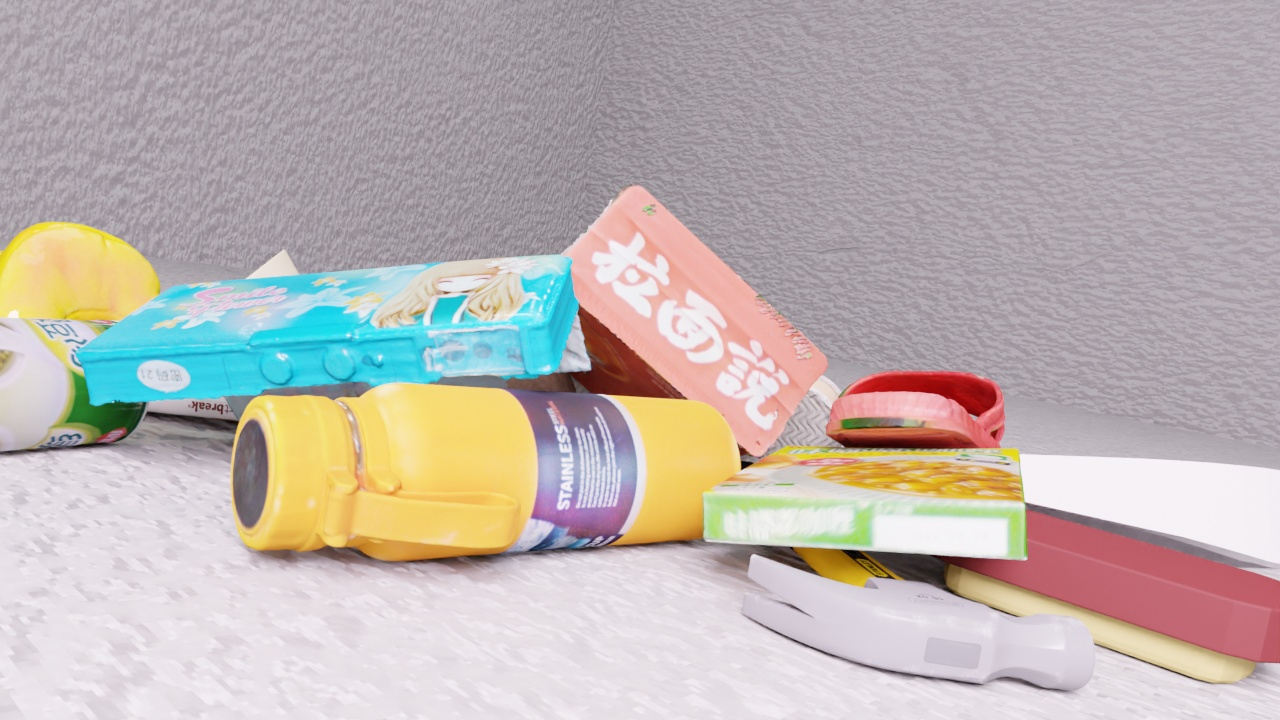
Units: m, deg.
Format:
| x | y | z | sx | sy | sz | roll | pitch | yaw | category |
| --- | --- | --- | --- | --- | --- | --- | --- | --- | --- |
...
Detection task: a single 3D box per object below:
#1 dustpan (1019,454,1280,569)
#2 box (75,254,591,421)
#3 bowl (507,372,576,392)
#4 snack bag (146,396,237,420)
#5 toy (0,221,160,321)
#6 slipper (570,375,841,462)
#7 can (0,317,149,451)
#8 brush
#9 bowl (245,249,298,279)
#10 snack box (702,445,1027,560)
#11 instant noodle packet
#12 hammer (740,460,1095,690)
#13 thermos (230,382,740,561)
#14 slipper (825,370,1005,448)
| x | y | z | sx | sy | sz | roll | pitch | yaw | category |
| --- | --- | --- | --- | --- | --- | --- | --- | --- | --- |
| 0.275 | 0.099 | 0.596 | 0.258 | 0.053 | 0.191 | 1 | -12 | 16 | dustpan |
| -0.144 | -0.009 | 0.490 | 0.227 | 0.086 | 0.168 | -4 | -11 | 6 | box |
| -0.120 | 0.024 | 0.655 | 0.162 | 0.070 | 0.162 | 9 | 5 | -1 | bowl |
| -0.324 | 0.023 | 0.597 | 0.196 | 0.016 | 0.070 | 7 | 5 | -5 | snack bag |
| -0.406 | -0.037 | 0.596 | 0.194 | 0.087 | 0.134 | -3 | 9 | 37 | toy |
| 0.031 | 0.027 | 0.714 | 0.273 | 0.114 | 0.053 | 3 | 37 | 33 | slipper |
| -0.314 | 0.012 | 0.451 | 0.067 | 0.067 | 0.120 | 12 | 6 | 26 | can |
| 0.227 | 0.112 | 0.459 | 0.174 | 0.042 | 0.082 | 13 | 6 | 40 | brush |
| -0.356 | -0.039 | 0.862 | 0.074 | 0.118 | 0.118 | 52 | -10 | -19 | bowl |
| 0.118 | 0.064 | 0.452 | 0.132 | 0.027 | 0.167 | -1 | 1 | 22 | snack box |
| -0.004 | 0.004 | 0.618 | 0.164 | 0.083 | 0.221 | 41 | -24 | -4 | instant noodle packet |
| 0.091 | 0.095 | 0.502 | 0.127 | 0.029 | 0.323 | 8 | 4 | -10 | hammer |
| -0.055 | 0.049 | 0.419 | 0.232 | 0.076 | 0.092 | 6 | -15 | -39 | thermos |
| 0.180 | 0.035 | 0.594 | 0.104 | 0.059 | 0.248 | -1 | -11 | 23 | slipper |
